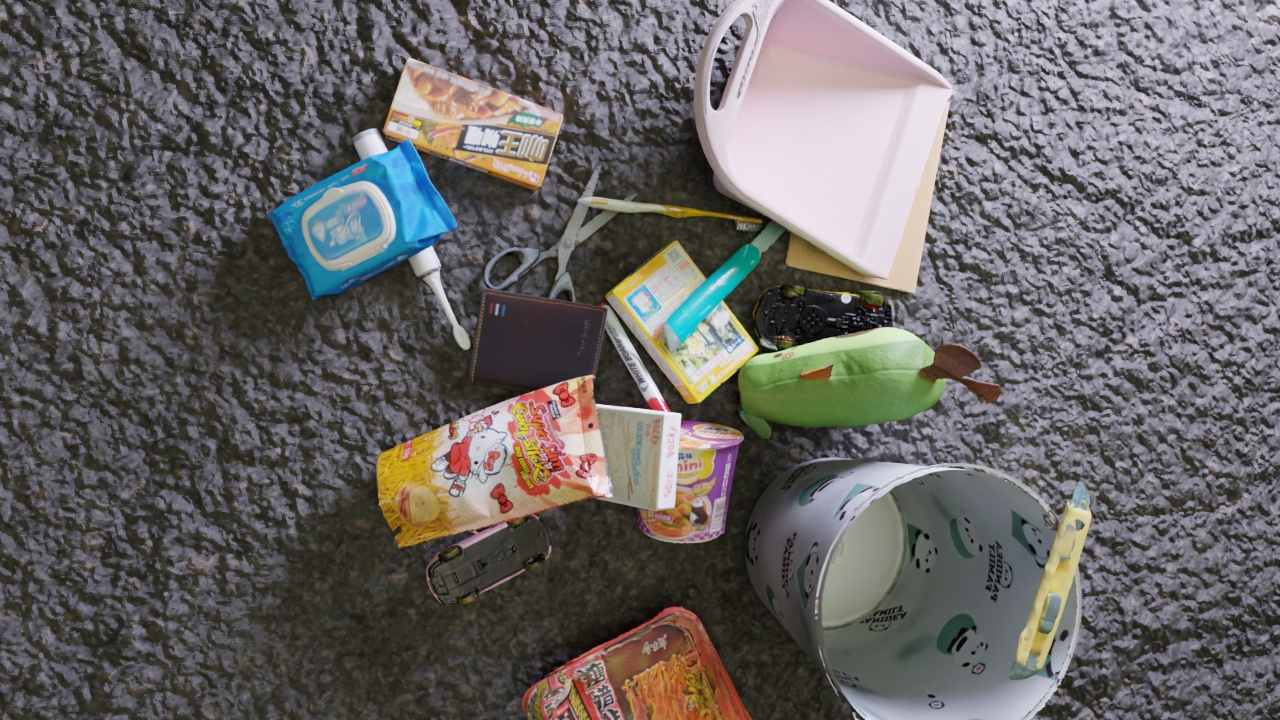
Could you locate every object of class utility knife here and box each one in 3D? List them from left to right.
[{"bbox_3d":[0.086,-0.080,0.901,0.204,0.013,0.029,-45,99,-25],"label":"utility knife"},{"bbox_3d":[0.326,0.175,0.725,0.031,0.018,0.164,21,82,-19],"label":"utility knife"}]

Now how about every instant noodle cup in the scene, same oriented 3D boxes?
[{"bbox_3d":[-0.003,0.336,0.883,0.188,0.079,0.164,-25,96,-9],"label":"instant noodle cup"},{"bbox_3d":[0.040,0.116,0.879,0.111,0.111,0.099,1,100,-11],"label":"instant noodle cup"}]

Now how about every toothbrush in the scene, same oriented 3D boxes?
[{"bbox_3d":[-0.210,-0.110,0.861,0.026,0.026,0.221,-26,96,-18],"label":"toothbrush"},{"bbox_3d":[0.031,-0.144,0.910,0.191,0.016,0.018,4,95,-15],"label":"toothbrush"}]

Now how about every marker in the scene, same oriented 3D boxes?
[{"bbox_3d":[-0.005,0.005,0.878,0.017,0.017,0.145,-26,69,-10],"label":"marker"}]

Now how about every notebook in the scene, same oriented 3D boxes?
[{"bbox_3d":[0.238,-0.186,0.958,0.147,0.008,0.207,11,89,-11],"label":"notebook"}]

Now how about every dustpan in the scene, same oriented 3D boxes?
[{"bbox_3d":[0.176,-0.222,0.871,0.273,0.139,0.222,17,87,-4],"label":"dustpan"}]

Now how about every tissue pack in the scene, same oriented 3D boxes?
[{"bbox_3d":[-0.250,-0.124,0.822,0.157,0.052,0.095,-24,96,11],"label":"tissue pack"}]

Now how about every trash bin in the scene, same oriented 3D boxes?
[{"bbox_3d":[0.220,0.192,0.837,0.229,0.252,0.229,0,91,-11],"label":"trash bin"}]

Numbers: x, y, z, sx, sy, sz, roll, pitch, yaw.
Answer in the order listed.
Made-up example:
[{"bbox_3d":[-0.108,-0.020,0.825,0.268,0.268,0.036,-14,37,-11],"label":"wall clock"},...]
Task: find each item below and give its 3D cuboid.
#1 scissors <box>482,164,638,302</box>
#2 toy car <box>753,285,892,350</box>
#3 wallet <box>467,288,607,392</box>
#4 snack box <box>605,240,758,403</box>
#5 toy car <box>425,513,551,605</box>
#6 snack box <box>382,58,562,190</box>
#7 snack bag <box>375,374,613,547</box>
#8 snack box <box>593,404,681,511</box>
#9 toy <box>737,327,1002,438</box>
[{"bbox_3d":[-0.076,-0.107,0.895,0.174,0.014,0.159,-9,92,-12],"label":"scissors"},{"bbox_3d":[0.186,-0.040,0.933,0.155,0.041,0.071,5,90,-13],"label":"toy car"},{"bbox_3d":[-0.098,-0.014,0.879,0.122,0.020,0.096,9,106,-12],"label":"wallet"},{"bbox_3d":[0.042,-0.037,0.904,0.086,0.034,0.140,-41,97,-17],"label":"snack box"},{"bbox_3d":[-0.144,0.189,0.876,0.122,0.037,0.056,-24,98,-23],"label":"toy car"},{"bbox_3d":[-0.157,-0.222,0.869,0.153,0.026,0.075,18,88,-11],"label":"snack box"},{"bbox_3d":[-0.129,0.092,0.825,0.208,0.073,0.128,-19,54,11],"label":"snack bag"},{"bbox_3d":[-0.033,0.084,0.843,0.026,0.157,0.084,5,89,-49],"label":"snack box"},{"bbox_3d":[0.200,0.019,0.858,0.247,0.226,0.090,-7,79,26],"label":"toy"}]
